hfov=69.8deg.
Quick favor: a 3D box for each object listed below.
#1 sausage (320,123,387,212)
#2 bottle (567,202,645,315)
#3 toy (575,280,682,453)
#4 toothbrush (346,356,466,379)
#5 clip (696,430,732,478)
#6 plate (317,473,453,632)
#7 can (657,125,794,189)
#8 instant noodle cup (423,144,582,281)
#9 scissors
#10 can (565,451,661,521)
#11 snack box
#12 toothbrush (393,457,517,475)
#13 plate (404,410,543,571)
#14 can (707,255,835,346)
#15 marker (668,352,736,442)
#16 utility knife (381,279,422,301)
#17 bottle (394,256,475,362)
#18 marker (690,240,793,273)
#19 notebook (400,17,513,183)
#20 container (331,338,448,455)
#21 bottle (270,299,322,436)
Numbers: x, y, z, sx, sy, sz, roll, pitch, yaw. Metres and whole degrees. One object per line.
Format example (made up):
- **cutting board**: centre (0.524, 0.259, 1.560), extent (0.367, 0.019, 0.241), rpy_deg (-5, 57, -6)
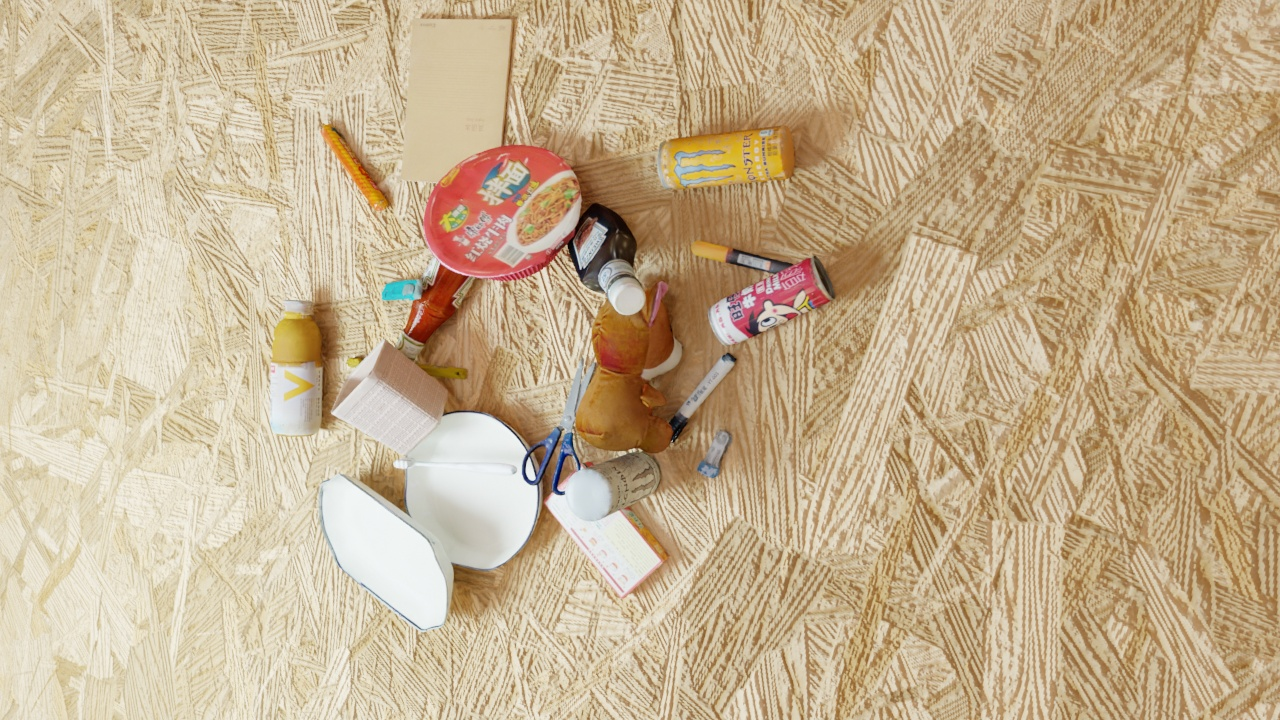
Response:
- **sausage**: centre (-0.392, -0.264, 1.252), extent (0.021, 0.021, 0.165), rpy_deg (-41, 78, 20)
- **bottle**: centre (-0.035, -0.110, 1.031), extent (0.080, 0.044, 0.194), rpy_deg (-54, 30, 17)
- **toy**: centre (-0.006, 0.006, 1.051), extent (0.140, 0.130, 0.199), rpy_deg (5, 94, 56)
- **toothbrush**: centre (-0.318, 0.010, 1.239), extent (0.190, 0.016, 0.015), rpy_deg (5, 92, 23)
- **clip**: centre (0.088, 0.108, 1.070), extent (0.027, 0.045, 0.058), rpy_deg (26, 97, 21)
- **plate**: centre (-0.336, 0.249, 1.224), extent (0.266, 0.034, 0.162), rpy_deg (26, 121, 30)
- **can**: centre (0.095, -0.225, 1.024), extent (0.146, 0.058, 0.058), rpy_deg (-1, 93, 23)
- **instant noodle cup**: centre (-0.159, -0.165, 1.103), extent (0.194, 0.066, 0.193), rpy_deg (-5, 61, 9)
- **scissors**: centre (-0.082, 0.084, 1.123), extent (0.173, 0.012, 0.125), rpy_deg (-44, 78, 0)
- **can**: centre (-0.028, 0.142, 1.051), extent (0.058, 0.146, 0.058), rpy_deg (1, 93, 24)
- **snack box**: centre (-0.043, 0.207, 1.127), extent (0.077, 0.027, 0.156), rpy_deg (-46, 76, 19)
- **toothbrush**: centre (-0.236, 0.135, 1.162), extent (0.180, 0.016, 0.016), rpy_deg (1, 95, 23)
- **plate**: centre (-0.212, 0.165, 1.188), extent (0.205, 0.045, 0.205), rpy_deg (1, 93, 23)
- **can**: centre (0.144, -0.064, 1.015), extent (0.133, 0.053, 0.053), rpy_deg (-25, 83, 23)
- **marker**: centre (0.068, 0.045, 1.074), extent (0.022, 0.018, 0.131), rpy_deg (41, 108, 7)
- **utility knife**: centre (-0.311, -0.090, 1.190), extent (0.151, 0.012, 0.029), rpy_deg (3, 78, 57)
- **bottle**: centre (-0.271, -0.069, 1.189), extent (0.060, 0.059, 0.206), rpy_deg (38, 105, 17)
- **marker**: centre (0.117, -0.116, 1.046), extent (0.124, 0.015, 0.018), rpy_deg (16, 101, 19)
- **notebook**: centre (-0.239, -0.334, 1.188), extent (0.150, 0.012, 0.211), rpy_deg (9, 97, 21)
- **container**: centre (-0.313, 0.051, 1.166), extent (0.111, 0.089, 0.090), rpy_deg (40, 112, -22)
- **bottle**: centre (-0.480, 0.010, 1.281), extent (0.068, 0.068, 0.189), rpy_deg (4, 95, 23)
